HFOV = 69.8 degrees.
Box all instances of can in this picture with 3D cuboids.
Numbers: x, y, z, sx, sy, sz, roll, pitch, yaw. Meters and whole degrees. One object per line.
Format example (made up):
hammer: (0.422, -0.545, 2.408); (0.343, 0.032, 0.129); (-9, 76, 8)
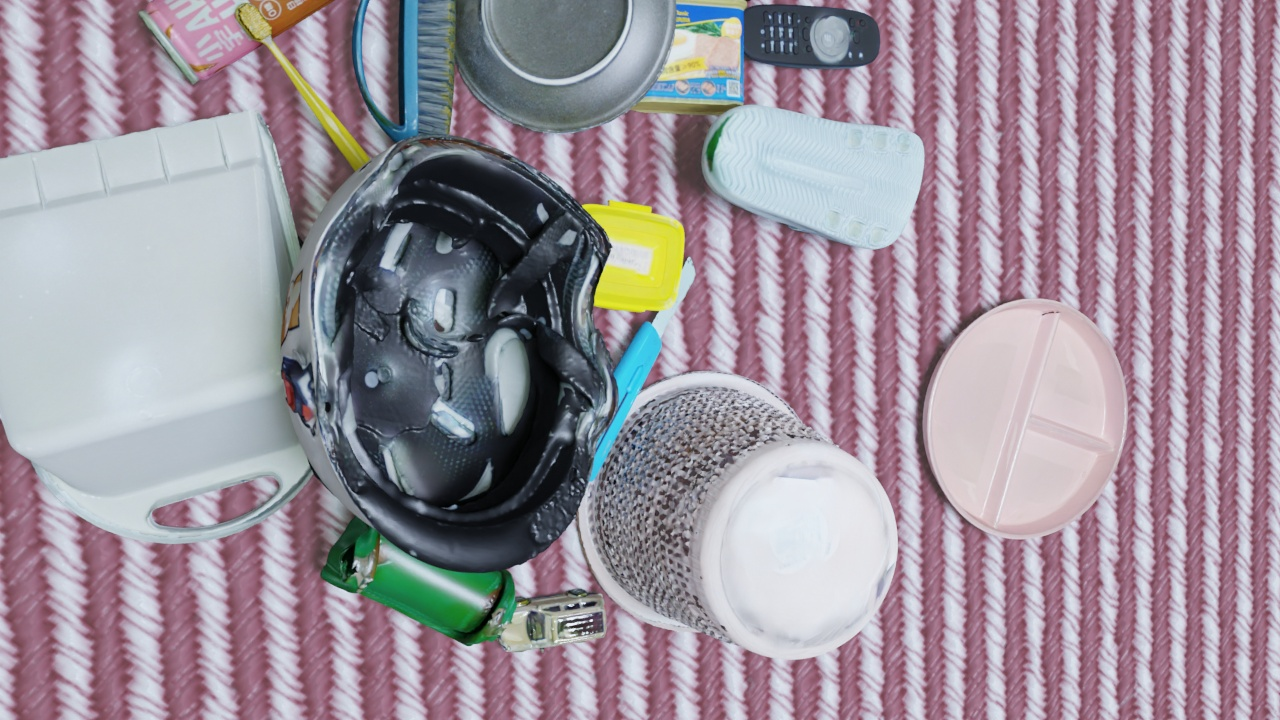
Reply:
can: (-0.268, -0.256, 0.641); (0.147, 0.058, 0.058); (-38, 103, -12)
can: (0.034, -0.245, 0.740); (0.102, 0.057, 0.083); (-2, 96, -17)

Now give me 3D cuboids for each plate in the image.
plate: (-0.062, -0.264, 0.692); (0.179, 0.024, 0.179); (1, 98, 4)
plate: (0.367, 0.055, 0.878); (0.229, 0.028, 0.229); (-1, 94, -18)

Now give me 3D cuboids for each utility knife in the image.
utility knife: (-0.004, 0.004, 0.744); (0.034, 0.018, 0.216); (44, 65, -36)

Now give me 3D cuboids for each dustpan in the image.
dustpan: (-0.337, -0.009, 0.647); (0.222, 0.143, 0.257); (-16, 73, -15)

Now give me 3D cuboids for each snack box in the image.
snack box: (-0.020, -0.080, 0.719); (0.091, 0.080, 0.082); (7, 92, -18)

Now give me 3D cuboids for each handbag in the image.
handbag: (-0.160, 0.160, 0.667); (0.131, 0.120, 0.068); (31, 77, -15)

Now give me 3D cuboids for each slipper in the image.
slipper: (0.144, -0.155, 0.769); (0.245, 0.074, 0.104); (4, 100, -35)

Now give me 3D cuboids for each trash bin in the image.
trash bin: (0.083, 0.126, 0.706); (0.227, 0.192, 0.227); (-1, 93, -18)

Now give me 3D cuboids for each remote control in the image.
remote control: (0.143, -0.277, 0.790); (0.136, 0.024, 0.053); (-3, 92, -19)

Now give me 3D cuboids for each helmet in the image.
helmet: (-0.141, -0.004, 0.615); (0.229, 0.157, 0.274); (5, 83, -44)

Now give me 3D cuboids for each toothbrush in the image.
toothbrush: (-0.219, -0.167, 0.654); (0.015, 0.016, 0.190); (-40, 122, -11)

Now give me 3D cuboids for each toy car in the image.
toy car: (-0.072, 0.212, 0.743); (0.090, 0.035, 0.042); (-3, 93, -15)

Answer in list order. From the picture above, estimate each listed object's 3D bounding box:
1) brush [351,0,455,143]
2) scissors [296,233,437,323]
brush: (-0.174, -0.228, 0.674); (0.073, 0.055, 0.144); (-1, 93, -18)
scissors: (-0.251, -0.074, 0.679); (0.202, 0.015, 0.204); (-19, 99, -15)
